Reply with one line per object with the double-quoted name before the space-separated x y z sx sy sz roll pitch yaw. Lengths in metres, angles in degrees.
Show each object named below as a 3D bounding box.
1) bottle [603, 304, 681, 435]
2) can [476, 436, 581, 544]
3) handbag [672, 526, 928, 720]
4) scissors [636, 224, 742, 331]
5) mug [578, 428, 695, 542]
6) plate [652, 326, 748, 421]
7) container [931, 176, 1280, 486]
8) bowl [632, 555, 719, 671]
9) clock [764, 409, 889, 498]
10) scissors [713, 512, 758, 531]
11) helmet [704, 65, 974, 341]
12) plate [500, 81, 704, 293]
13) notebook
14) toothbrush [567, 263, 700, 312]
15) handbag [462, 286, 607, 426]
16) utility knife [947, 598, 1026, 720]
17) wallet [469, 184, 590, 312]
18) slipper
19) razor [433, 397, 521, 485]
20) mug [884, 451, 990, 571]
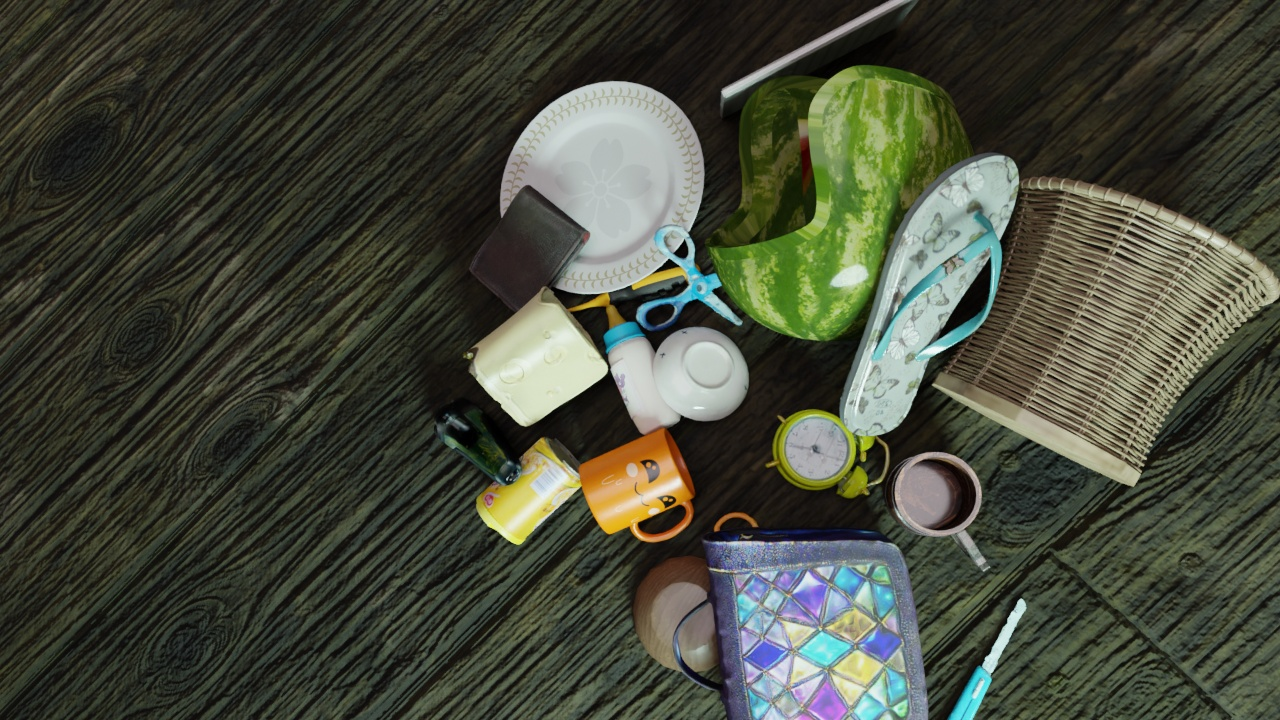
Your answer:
"bottle" -0.006 0.006 0.971 0.051 0.051 0.146 -25 77 7
"can" -0.115 0.136 0.966 0.105 0.067 0.067 -43 76 2
"handbag" 0.141 0.259 0.856 0.222 0.125 0.204 -8 85 7
"scissors" 0.050 -0.074 0.969 0.134 0.011 0.138 41 102 -11
"mug" 0.004 0.138 0.944 0.096 0.077 0.112 -25 108 7
"plate" 0.066 0.009 0.946 0.104 0.026 0.104 5 68 -12
"container" 0.391 -0.022 0.810 0.227 0.226 0.196 29 95 15
"bowl" 0.046 0.259 0.932 0.118 0.030 0.117 -2 81 12
"clock" 0.187 0.091 0.916 0.119 0.057 0.083 11 83 7
"scissors" 0.134 0.196 0.932 0.128 0.013 0.064 13 84 14
"helmet" 0.193 -0.137 0.863 0.243 0.213 0.247 13 100 -19
"plate" -0.044 -0.191 1.016 0.243 0.016 0.242 -4 80 20
"notebook" 0.177 -0.309 0.935 0.210 0.142 0.009 -26 94 7
"toothbrush" -0.028 -0.070 1.001 0.197 0.031 0.030 -17 70 13
"handbag" -0.113 -0.003 0.961 0.119 0.111 0.081 -35 49 4
"utility knife" 0.321 0.307 0.876 0.022 0.015 0.181 27 85 11
"wallet" -0.123 -0.119 1.010 0.099 0.031 0.120 41 99 24
"slipper" 0.241 -0.044 0.773 0.098 0.054 0.269 10 115 -24
"razor" -0.173 0.087 0.968 0.054 0.067 0.151 -55 38 -2
"mug" 0.283 0.141 0.860 0.080 0.107 0.115 -33 76 5
